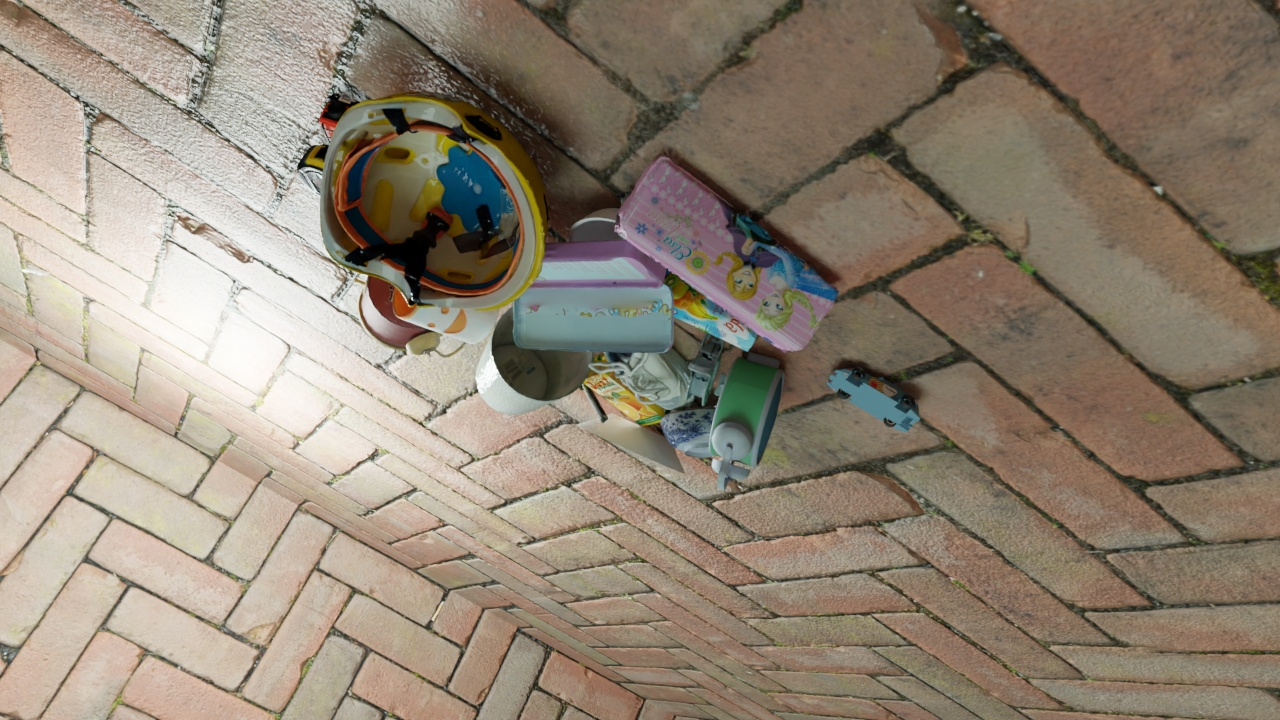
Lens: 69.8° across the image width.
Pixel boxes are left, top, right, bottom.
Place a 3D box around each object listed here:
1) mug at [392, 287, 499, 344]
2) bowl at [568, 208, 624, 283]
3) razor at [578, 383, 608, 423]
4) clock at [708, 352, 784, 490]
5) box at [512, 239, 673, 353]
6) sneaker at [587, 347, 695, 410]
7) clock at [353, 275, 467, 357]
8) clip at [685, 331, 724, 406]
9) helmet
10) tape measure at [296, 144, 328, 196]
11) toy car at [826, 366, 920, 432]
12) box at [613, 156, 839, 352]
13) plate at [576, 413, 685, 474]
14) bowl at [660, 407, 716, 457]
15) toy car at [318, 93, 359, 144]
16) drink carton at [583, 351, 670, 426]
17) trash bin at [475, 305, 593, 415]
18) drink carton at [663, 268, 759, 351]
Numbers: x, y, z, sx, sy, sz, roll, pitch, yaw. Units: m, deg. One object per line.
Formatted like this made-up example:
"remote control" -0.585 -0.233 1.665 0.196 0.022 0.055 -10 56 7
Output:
"mug" -0.239 -0.073 1.134 0.105 0.082 0.082 23 159 -40
"bowl" -0.018 -0.127 0.974 0.110 0.040 0.110 18 151 10
"razor" -0.067 0.050 1.269 0.042 0.026 0.106 56 -179 -42
"clock" 0.116 0.076 1.084 0.075 0.161 0.122 16 150 14
"box" -0.066 -0.073 0.990 0.215 0.062 0.140 3 127 32
"sneaker" -0.007 0.007 1.139 0.090 0.090 0.242 4 146 32
"clock" -0.291 -0.071 1.198 0.159 0.116 0.081 43 147 -2
"clip" 0.080 0.000 1.102 0.027 0.090 0.162 20 165 7
"helmet" -0.188 -0.167 0.926 0.240 0.139 0.210 25 122 0
"tape measure" -0.368 -0.222 1.090 0.072 0.042 0.072 34 152 -24
"toy car" 0.268 0.037 1.041 0.108 0.027 0.060 32 153 9
"box" 0.078 -0.103 0.920 0.230 0.084 0.091 34 179 -16
"plate" -0.007 0.113 1.335 0.174 0.036 0.174 24 176 1
"bowl" 0.083 0.102 1.229 0.114 0.045 0.114 -1 159 -1
"toy car" -0.314 -0.243 1.003 0.051 0.048 0.100 18 151 12
"drink carton" -0.018 0.037 1.250 0.122 0.041 0.058 38 149 -22
"trash bin" -0.151 0.006 1.220 0.133 0.133 0.162 31 156 -11
"drink carton" 0.076 -0.056 1.019 0.129 0.044 0.039 25 152 3
